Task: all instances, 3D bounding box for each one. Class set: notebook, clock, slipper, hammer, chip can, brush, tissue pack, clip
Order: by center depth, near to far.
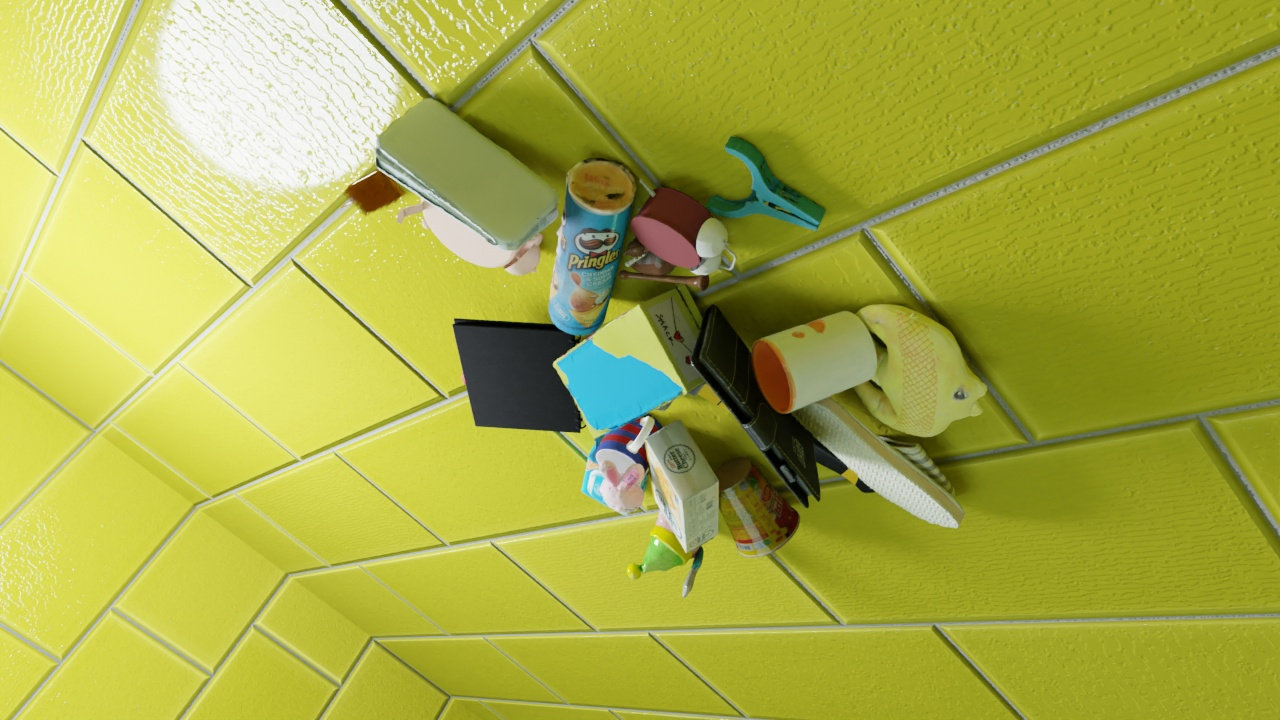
[{"bbox_3d":[0.112,-0.174,0.895,0.120,0.033,0.119,2,133,34],"label":"clip"},{"bbox_3d":[0.045,-0.132,0.954,0.124,0.044,0.087,30,164,7],"label":"clock"},{"bbox_3d":[0.130,0.047,1.015,0.029,0.169,0.209,-36,103,19],"label":"notebook"},{"bbox_3d":[-0.059,-0.123,1.035,0.080,0.079,0.230,26,145,6],"label":"chip can"},{"bbox_3d":[0.280,0.110,1.070,0.272,0.054,0.114,38,168,-23],"label":"slipper"},{"bbox_3d":[-0.193,-0.166,1.078,0.160,0.086,0.131,20,144,4],"label":"clock"},{"bbox_3d":[0.168,0.078,1.158,0.324,0.034,0.170,30,144,-2],"label":"hammer"},{"bbox_3d":[-0.358,-0.211,1.188,0.127,0.017,0.048,-11,128,43],"label":"brush"},{"bbox_3d":[-0.164,0.027,1.293,0.169,0.019,0.232,4,141,2],"label":"notebook"},{"bbox_3d":[-0.037,0.177,1.393,0.093,0.061,0.145,24,144,8],"label":"tissue pack"}]

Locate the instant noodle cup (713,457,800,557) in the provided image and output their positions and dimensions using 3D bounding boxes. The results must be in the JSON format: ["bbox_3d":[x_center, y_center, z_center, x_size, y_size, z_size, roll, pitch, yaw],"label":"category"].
[{"bbox_3d":[0.151,0.197,1.266,0.101,0.100,0.112,-13,117,44],"label":"instant noodle cup"}]

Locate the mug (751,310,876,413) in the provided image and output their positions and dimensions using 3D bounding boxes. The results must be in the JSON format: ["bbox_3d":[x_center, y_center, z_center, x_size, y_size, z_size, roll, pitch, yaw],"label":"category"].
[{"bbox_3d":[0.181,0.001,0.965,0.082,0.105,0.082,160,90,-74],"label":"mug"}]

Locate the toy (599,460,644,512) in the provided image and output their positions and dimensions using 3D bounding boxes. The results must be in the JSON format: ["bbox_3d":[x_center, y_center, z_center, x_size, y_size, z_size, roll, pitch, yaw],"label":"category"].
[{"bbox_3d":[-0.026,0.176,1.266,0.063,0.047,0.110,11,138,11],"label":"toy"}]

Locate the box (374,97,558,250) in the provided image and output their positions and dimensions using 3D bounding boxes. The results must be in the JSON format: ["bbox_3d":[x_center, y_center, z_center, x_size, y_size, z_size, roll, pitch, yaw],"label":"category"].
[{"bbox_3d":[-0.187,-0.196,0.996,0.213,0.118,0.063,35,156,11],"label":"box"}]

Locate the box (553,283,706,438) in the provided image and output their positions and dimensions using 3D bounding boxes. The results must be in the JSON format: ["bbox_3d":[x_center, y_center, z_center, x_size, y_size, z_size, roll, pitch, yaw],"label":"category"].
[{"bbox_3d":[-0.007,0.006,1.122,0.222,0.079,0.124,-33,85,54],"label":"box"}]

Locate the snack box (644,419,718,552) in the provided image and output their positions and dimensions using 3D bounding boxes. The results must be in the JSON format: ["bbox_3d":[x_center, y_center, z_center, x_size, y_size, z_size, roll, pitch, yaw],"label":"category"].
[{"bbox_3d":[0.059,0.177,1.260,0.104,0.057,0.208,58,168,28],"label":"snack box"}]

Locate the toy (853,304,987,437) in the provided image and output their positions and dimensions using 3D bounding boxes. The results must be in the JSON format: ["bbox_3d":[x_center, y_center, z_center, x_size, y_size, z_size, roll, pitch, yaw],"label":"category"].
[{"bbox_3d":[0.287,0.014,0.967,0.155,0.064,0.171,28,145,32],"label":"toy"}]

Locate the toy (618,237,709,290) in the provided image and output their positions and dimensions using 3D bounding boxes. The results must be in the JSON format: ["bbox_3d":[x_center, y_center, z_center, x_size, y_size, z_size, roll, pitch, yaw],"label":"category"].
[{"bbox_3d":[0.025,-0.109,1.018,0.102,0.041,0.055,7,101,16],"label":"toy"}]

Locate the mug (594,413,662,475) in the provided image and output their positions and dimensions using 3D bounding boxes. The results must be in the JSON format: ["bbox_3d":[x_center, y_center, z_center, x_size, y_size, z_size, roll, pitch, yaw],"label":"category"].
[{"bbox_3d":[-0.008,0.111,1.281,0.075,0.076,0.112,33,145,-4],"label":"mug"}]

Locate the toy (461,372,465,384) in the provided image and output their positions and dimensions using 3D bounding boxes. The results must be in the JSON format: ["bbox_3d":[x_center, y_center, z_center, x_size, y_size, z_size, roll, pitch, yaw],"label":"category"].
[{"bbox_3d":[-0.218,0.006,1.328,0.091,0.045,0.135,26,140,-4],"label":"toy"}]

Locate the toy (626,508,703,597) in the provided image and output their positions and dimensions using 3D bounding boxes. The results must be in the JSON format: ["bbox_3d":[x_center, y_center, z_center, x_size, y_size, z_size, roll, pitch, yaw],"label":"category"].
[{"bbox_3d":[0.045,0.285,1.407,0.097,0.131,0.124,-10,130,36],"label":"toy"}]
